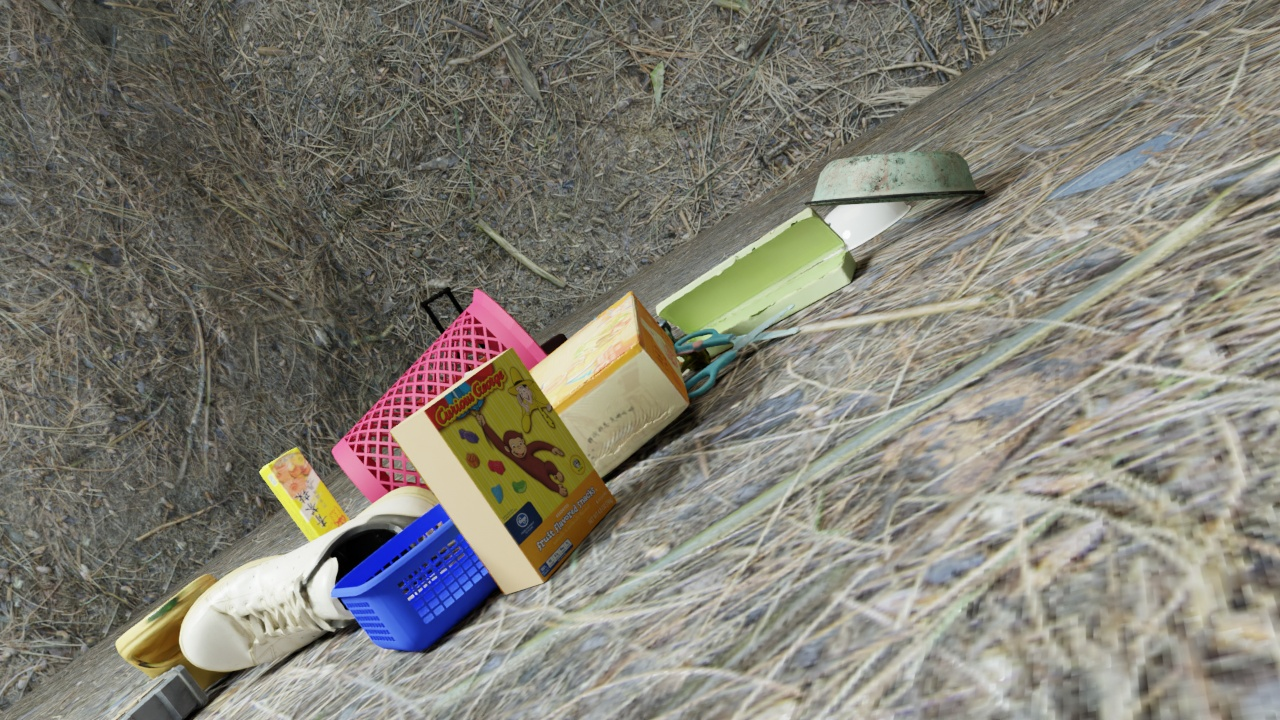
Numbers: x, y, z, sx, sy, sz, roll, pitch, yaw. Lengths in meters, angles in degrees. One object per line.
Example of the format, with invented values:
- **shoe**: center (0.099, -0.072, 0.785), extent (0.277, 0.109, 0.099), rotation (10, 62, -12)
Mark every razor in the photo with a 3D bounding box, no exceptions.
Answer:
- **razor**: center (0.017, 0.026, 0.849), extent (0.105, 0.026, 0.042), rotation (-41, 12, -21)

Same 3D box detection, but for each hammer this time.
- **hammer**: center (-0.536, 0.375, 0.835), extent (0.323, 0.044, 0.098), rotation (-30, 8, 22)

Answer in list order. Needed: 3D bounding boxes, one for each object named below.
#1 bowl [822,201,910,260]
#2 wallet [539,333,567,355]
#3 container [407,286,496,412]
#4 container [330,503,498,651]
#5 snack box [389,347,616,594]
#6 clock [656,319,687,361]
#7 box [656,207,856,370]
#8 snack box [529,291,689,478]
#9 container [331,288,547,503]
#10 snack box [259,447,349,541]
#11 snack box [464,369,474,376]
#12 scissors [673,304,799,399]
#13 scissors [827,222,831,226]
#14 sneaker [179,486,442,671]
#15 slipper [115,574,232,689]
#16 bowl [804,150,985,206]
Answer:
- **bowl**: center (0.238, -0.158, 1.011), extent (0.110, 0.040, 0.110), rotation (-33, 8, 5)
- **wallet**: center (-0.119, 0.030, 1.114), extent (0.115, 0.091, 0.018), rotation (-36, 9, -25)
- **container**: center (-0.216, 0.020, 1.140), extent (0.147, 0.201, 0.127), rotation (-38, 6, -33)
- **container**: center (-0.136, 0.140, 0.611), extent (0.114, 0.058, 0.096), rotation (-39, 9, -35)
- **snack box**: center (-0.085, 0.069, 0.589), extent (0.040, 0.126, 0.088), rotation (-27, 10, 39)
- **clock**: center (-0.006, 0.006, 0.946), extent (0.090, 0.052, 0.129), rotation (-26, 9, 41)
- **box**: center (0.115, -0.061, 0.885), extent (0.188, 0.089, 0.077), rotation (-32, -12, 26)
- **snack box**: center (-0.035, 0.031, 0.764), extent (0.145, 0.080, 0.195), rotation (-38, 13, 8)
- **container**: center (-0.201, 0.066, 0.989), extent (0.225, 0.183, 0.183), rotation (-42, 9, -11)
- **snack box**: center (-0.350, 0.166, 0.996), extent (0.029, 0.148, 0.040), rotation (-29, 7, 47)
- **snack box**: center (-0.157, 0.081, 0.856), extent (0.082, 0.026, 0.150), rotation (-16, 62, 61)
- **scissors**: center (0.072, -0.006, 0.792), extent (0.136, 0.015, 0.125), rotation (-15, 31, 42)
- **scissors**: center (0.135, -0.089, 0.950), extent (0.168, 0.023, 0.172), rotation (-8, -26, -38)
- **sneaker**: center (-0.267, 0.195, 0.757), extent (0.241, 0.089, 0.102), rotation (-31, 17, -5)
- **slipper**: center (-0.433, 0.282, 0.901), extent (0.099, 0.078, 0.264), rotation (-33, -10, -24)
- **bowl**: center (0.228, -0.164, 0.830), extent (0.157, 0.038, 0.157), rotation (-3, 8, 0)
